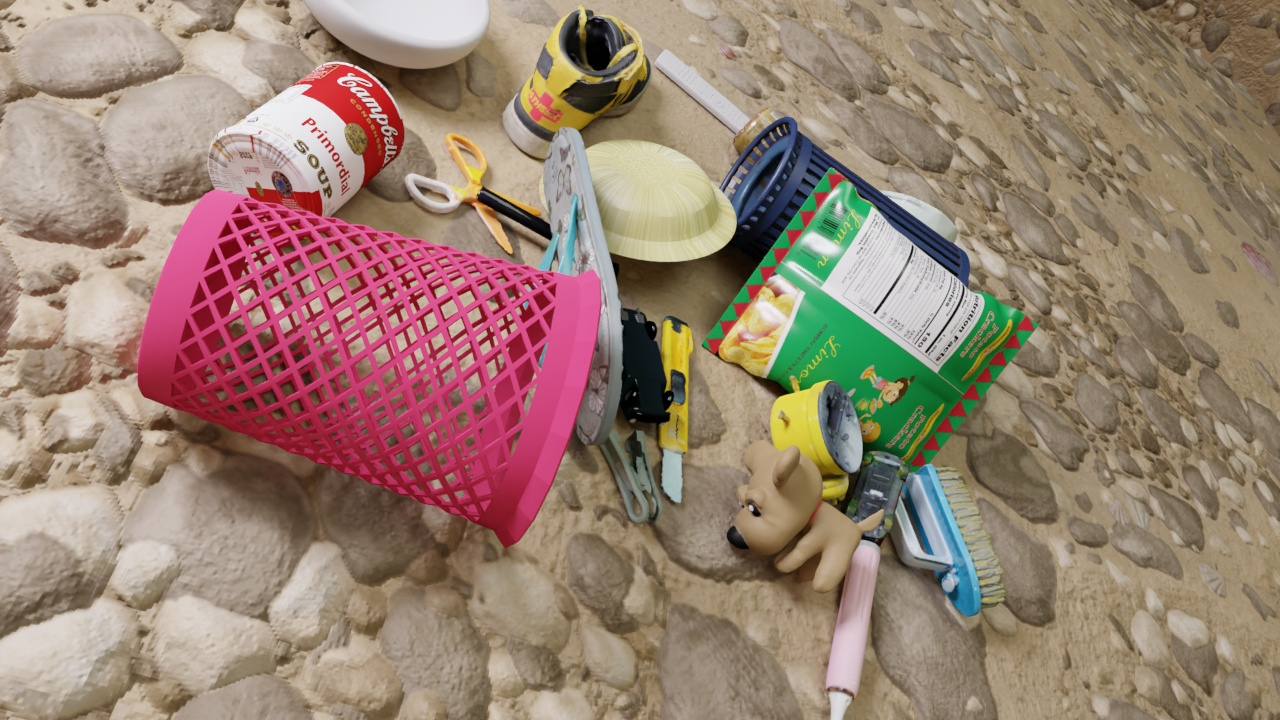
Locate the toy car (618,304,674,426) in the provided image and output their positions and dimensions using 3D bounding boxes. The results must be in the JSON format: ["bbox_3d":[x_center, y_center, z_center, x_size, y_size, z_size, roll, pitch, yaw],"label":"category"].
[{"bbox_3d":[-0.005,0.004,0.758,0.046,0.034,0.112,9,53,-32],"label":"toy car"}]

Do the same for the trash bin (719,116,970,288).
[{"bbox_3d":[0.207,-0.119,0.936,0.249,0.140,0.139,31,45,-17],"label":"trash bin"}]

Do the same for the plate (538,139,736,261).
[{"bbox_3d":[0.002,-0.160,0.835,0.184,0.036,0.184,8,41,-7],"label":"plate"}]

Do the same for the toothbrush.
[{"bbox_3d":[0.160,0.233,0.716,0.027,0.027,0.221,52,40,-23],"label":"toothbrush"}]

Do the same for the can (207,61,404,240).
[{"bbox_3d":[-0.238,-0.151,0.662,0.086,0.087,0.116,37,44,-9],"label":"can"}]

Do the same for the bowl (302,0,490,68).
[{"bbox_3d":[-0.226,-0.318,0.810,0.176,0.066,0.176,20,49,-24],"label":"bowl"}]

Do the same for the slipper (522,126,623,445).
[{"bbox_3d":[-0.059,-0.068,0.709,0.054,0.098,0.268,3,66,-26],"label":"slipper"}]

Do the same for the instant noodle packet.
[{"bbox_3d":[0.214,-0.024,0.851,0.252,0.196,0.090,34,9,-11],"label":"instant noodle packet"}]

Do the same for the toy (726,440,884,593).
[{"bbox_3d":[0.124,0.123,0.728,0.105,0.134,0.108,-44,91,-5],"label":"toy"}]

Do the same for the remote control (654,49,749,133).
[{"bbox_3d":[0.072,-0.311,1.067,0.131,0.012,0.033,38,46,-7],"label":"remote control"}]

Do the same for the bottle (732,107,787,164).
[{"bbox_3d":[0.179,-0.208,1.037,0.166,0.060,0.059,46,43,-2],"label":"bottle"}]

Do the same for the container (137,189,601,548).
[{"bbox_3d":[-0.162,-0.005,0.560,0.225,0.184,0.182,18,49,-15],"label":"container"}]

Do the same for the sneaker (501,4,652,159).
[{"bbox_3d":[-0.035,-0.291,0.894,0.086,0.122,0.237,42,44,-5],"label":"sneaker"}]

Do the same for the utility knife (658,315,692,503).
[{"bbox_3d":[0.030,0.036,0.777,0.030,0.018,0.190,16,53,-15],"label":"utility knife"}]

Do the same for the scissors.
[{"bbox_3d":[-0.144,-0.141,0.778,0.127,0.011,0.125,-20,75,-43],"label":"scissors"}]

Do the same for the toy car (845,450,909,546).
[{"bbox_3d":[0.209,0.122,0.816,0.042,0.036,0.091,17,60,15],"label":"toy car"}]

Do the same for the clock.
[{"bbox_3d":[0.161,0.072,0.806,0.119,0.057,0.083,57,36,-24],"label":"clock"}]

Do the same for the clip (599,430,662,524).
[{"bbox_3d":[0.001,0.088,0.709,0.050,0.023,0.078,-16,67,-41],"label":"clip"}]

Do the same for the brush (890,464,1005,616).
[{"bbox_3d":[0.271,0.166,0.832,0.075,0.055,0.135,-8,61,-15],"label":"brush"}]

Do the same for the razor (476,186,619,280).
[{"bbox_3d":[-0.076,-0.107,0.789,0.144,0.022,0.042,32,44,-21],"label":"razor"}]

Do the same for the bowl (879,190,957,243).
[{"bbox_3d":[0.295,-0.138,1.048,0.117,0.117,0.061,29,83,-17],"label":"bowl"}]
